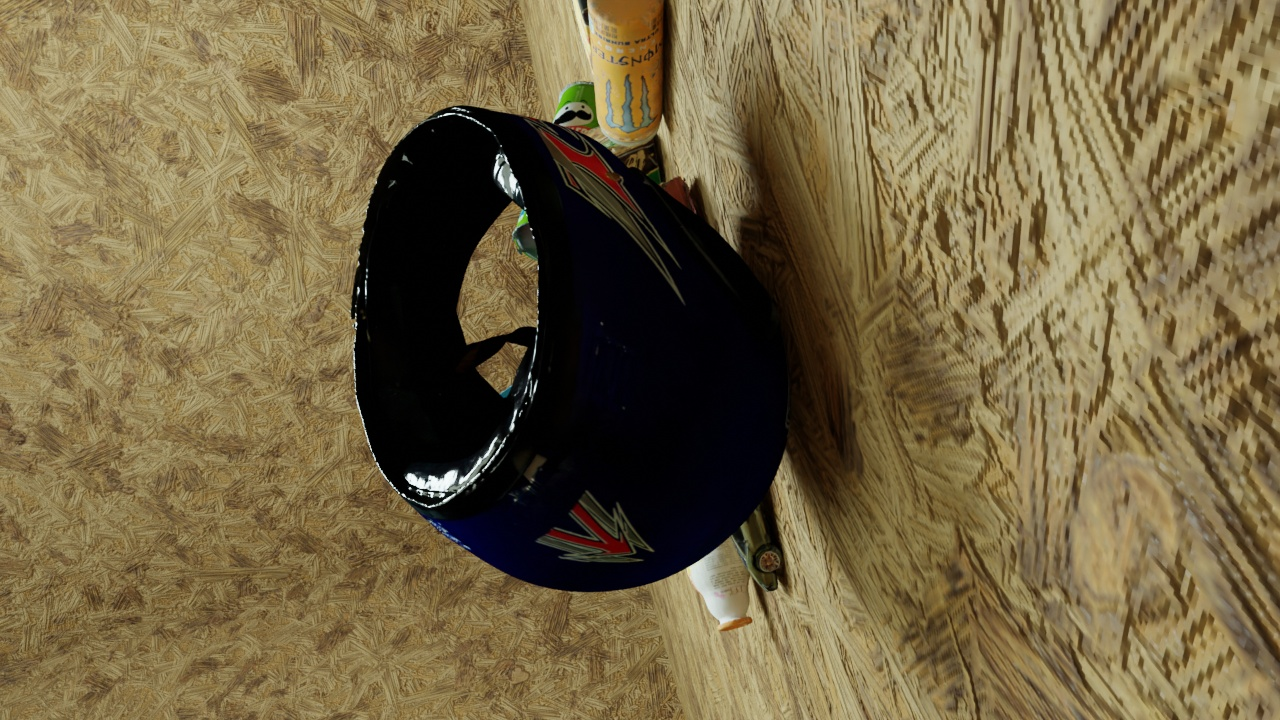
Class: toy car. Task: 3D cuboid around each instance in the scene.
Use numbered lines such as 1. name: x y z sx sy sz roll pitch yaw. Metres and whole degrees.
1. toy car: 0.084 0.119 0.763 0.070 0.042 0.158 -130 25 -80

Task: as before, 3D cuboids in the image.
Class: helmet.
1. helmet: -0.035 -0.005 0.599 0.240 0.248 0.315 19 -145 -42

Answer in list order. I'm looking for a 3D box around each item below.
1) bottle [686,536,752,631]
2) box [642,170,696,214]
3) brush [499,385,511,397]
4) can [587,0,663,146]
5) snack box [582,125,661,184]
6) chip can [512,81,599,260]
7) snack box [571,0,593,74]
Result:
1. bottle: 0.079 0.209 0.905 0.063 0.063 0.108 88 167 -66
2. box: -0.003 -0.109 0.802 0.168 0.091 0.080 160 90 -85
3. brush: -0.047 -0.001 0.856 0.046 0.254 0.083 56 147 11
4. can: -0.010 -0.242 0.747 0.146 0.058 0.058 88 168 -65
5. snack box: -0.031 -0.171 0.922 0.117 0.118 0.106 -113 1 -61
6. chip can: -0.082 -0.214 1.038 0.072 0.072 0.235 84 -165 -54
7. snack box: -0.037 -0.340 0.867 0.126 0.053 0.113 75 178 -60
